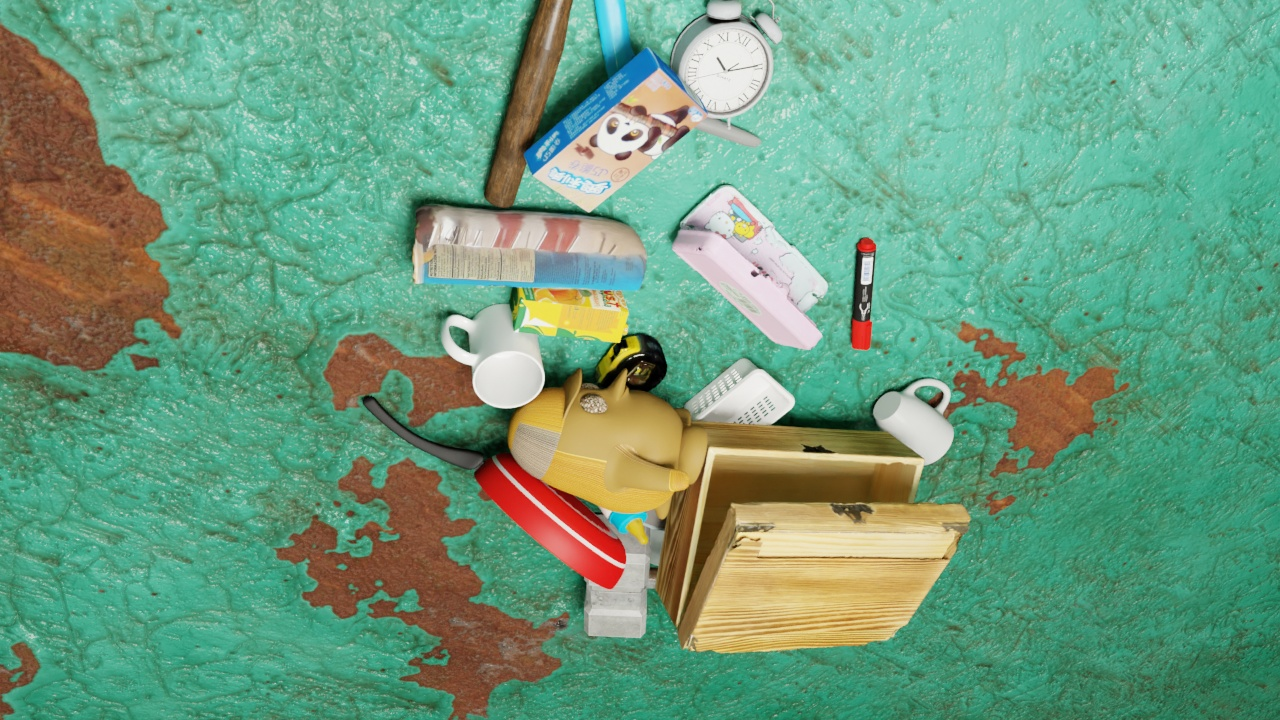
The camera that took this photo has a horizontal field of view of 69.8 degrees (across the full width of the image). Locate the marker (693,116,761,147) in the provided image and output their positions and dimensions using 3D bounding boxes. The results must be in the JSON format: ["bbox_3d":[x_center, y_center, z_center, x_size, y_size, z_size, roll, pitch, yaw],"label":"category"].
[{"bbox_3d":[0.058,-0.234,0.906,0.138,0.016,0.022,14,153,-24],"label":"marker"}]

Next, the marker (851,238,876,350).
[{"bbox_3d":[0.260,-0.075,1.067,0.021,0.023,0.145,-38,138,-34],"label":"marker"}]

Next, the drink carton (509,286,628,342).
[{"bbox_3d":[-0.074,-0.057,0.977,0.122,0.058,0.041,6,124,-18],"label":"drink carton"}]

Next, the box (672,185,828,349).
[{"bbox_3d":[0.131,-0.103,0.999,0.202,0.088,0.095,38,76,-33],"label":"box"}]

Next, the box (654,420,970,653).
[{"bbox_3d":[0.184,0.228,1.055,0.279,0.215,0.257,4,108,-18],"label":"box"}]

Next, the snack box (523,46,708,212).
[{"bbox_3d":[-0.022,-0.206,0.839,0.151,0.034,0.087,-36,148,21],"label":"snack box"}]

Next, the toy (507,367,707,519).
[{"bbox_3d":[-0.044,0.083,1.010,0.203,0.198,0.162,14,100,-14],"label":"toy"}]

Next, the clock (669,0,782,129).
[{"bbox_3d":[0.082,-0.285,0.858,0.094,0.035,0.123,14,123,-23],"label":"clock"}]

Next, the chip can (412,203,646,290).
[{"bbox_3d":[-0.111,-0.111,0.919,0.229,0.079,0.080,1,126,-15],"label":"chip can"}]

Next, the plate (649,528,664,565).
[{"bbox_3d":[0.046,0.233,1.241,0.134,0.011,0.135,2,128,2],"label":"plate"}]

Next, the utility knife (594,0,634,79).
[{"bbox_3d":[-0.026,-0.322,0.818,0.031,0.015,0.174,-13,127,-7],"label":"utility knife"}]

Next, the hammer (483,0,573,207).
[{"bbox_3d":[-0.054,-0.261,0.829,0.217,0.037,0.301,15,125,-13],"label":"hammer"}]

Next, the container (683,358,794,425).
[{"bbox_3d":[0.112,0.056,1.113,0.129,0.049,0.080,-41,125,17],"label":"container"}]

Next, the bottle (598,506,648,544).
[{"bbox_3d":[-0.029,0.160,1.095,0.051,0.146,0.051,-24,146,-18],"label":"bottle"}]

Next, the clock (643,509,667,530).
[{"bbox_3d":[0.046,0.161,1.156,0.159,0.045,0.123,25,118,-9],"label":"clock"}]

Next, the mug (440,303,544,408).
[{"bbox_3d":[-0.159,-0.012,0.970,0.110,0.090,0.074,21,119,-27],"label":"mug"}]

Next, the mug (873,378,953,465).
[{"bbox_3d":[0.354,0.067,1.178,0.089,0.071,0.107,36,84,-24],"label":"mug"}]

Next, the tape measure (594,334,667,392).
[{"bbox_3d":[-0.006,0.006,1.053,0.071,0.042,0.072,18,120,-22],"label":"tape measure"}]

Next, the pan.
[{"bbox_3d":[-0.158,0.138,1.055,0.356,0.209,0.067,40,86,-8],"label":"pan"}]

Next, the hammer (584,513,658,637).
[{"bbox_3d":[0.086,0.293,1.223,0.317,0.082,0.163,2,127,0],"label":"hammer"}]
